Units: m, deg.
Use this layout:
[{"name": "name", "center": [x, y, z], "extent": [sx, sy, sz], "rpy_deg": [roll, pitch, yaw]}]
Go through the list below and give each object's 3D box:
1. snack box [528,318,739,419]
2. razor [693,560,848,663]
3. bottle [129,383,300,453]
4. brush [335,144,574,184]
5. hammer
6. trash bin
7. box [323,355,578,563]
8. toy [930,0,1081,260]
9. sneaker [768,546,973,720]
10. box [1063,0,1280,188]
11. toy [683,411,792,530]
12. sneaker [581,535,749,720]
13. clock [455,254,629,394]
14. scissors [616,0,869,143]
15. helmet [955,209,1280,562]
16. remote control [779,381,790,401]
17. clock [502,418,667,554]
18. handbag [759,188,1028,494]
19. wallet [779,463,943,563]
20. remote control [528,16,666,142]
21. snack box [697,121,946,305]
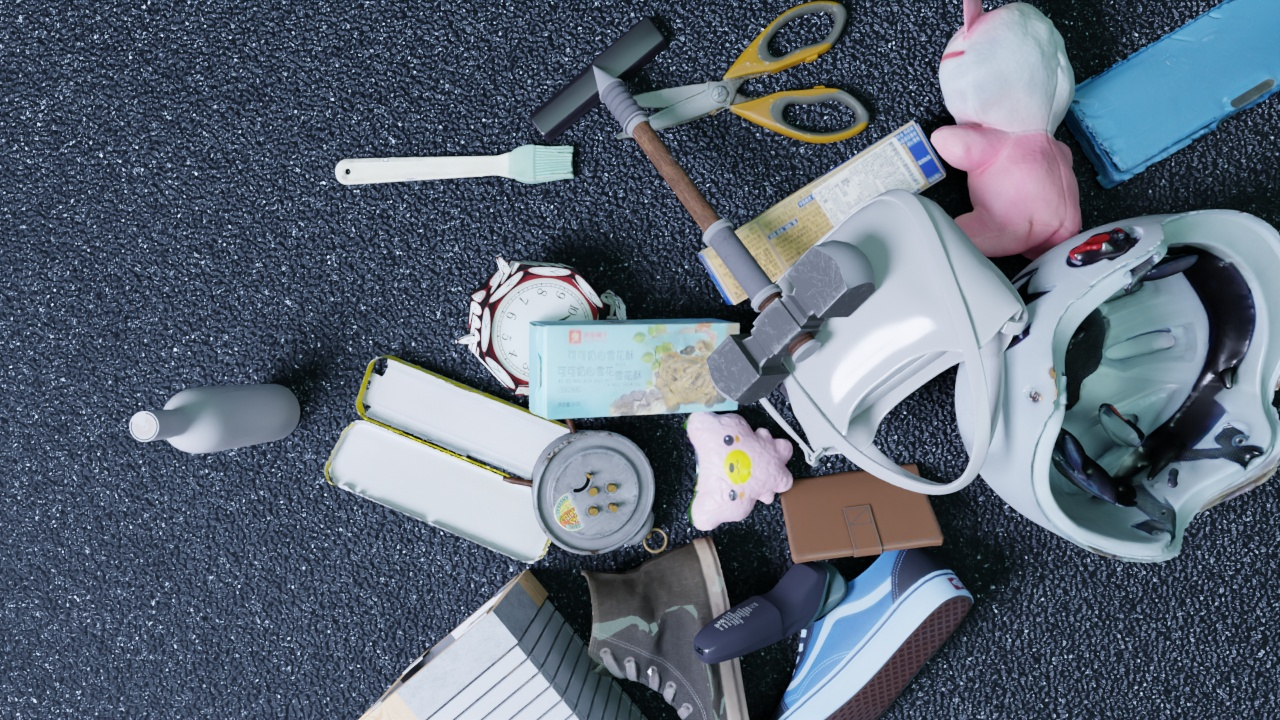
[{"name": "snack box", "center": [-0.004, 0.004, 0.751], "extent": [0.174, 0.053, 0.075], "rpy_deg": [-1, 96, -23]}, {"name": "razor", "center": [0.102, 0.200, 0.726], "extent": [0.142, 0.047, 0.052], "rpy_deg": [-16, 110, -31]}, {"name": "bottle", "center": [-0.339, 0.046, 0.735], "extent": [0.052, 0.195, 0.052], "rpy_deg": [0, 90, 3]}, {"name": "brush", "center": [-0.167, -0.172, 0.817], "extent": [0.218, 0.012, 0.033], "rpy_deg": [-1, 90, 5]}, {"name": "hammer", "center": [0.041, -0.129, 0.731], "extent": [0.156, 0.043, 0.322], "rpy_deg": [-49, 62, 32]}, {"name": "trash bin", "center": [-0.081, 0.324, 0.745], "extent": [0.142, 0.142, 0.247], "rpy_deg": [-40, 88, 3]}, {"name": "box", "center": [-0.161, 0.085, 0.805], "extent": [0.209, 0.039, 0.129], "rpy_deg": [21, 84, 2]}, {"name": "toy", "center": [0.298, -0.187, 0.735], "extent": [0.141, 0.084, 0.213], "rpy_deg": [-1, 85, -35]}, {"name": "sneaker", "center": [0.167, 0.247, 0.778], "extent": [0.241, 0.083, 0.098], "rpy_deg": [-52, 43, 13]}, {"name": "box", "center": [0.470, -0.240, 0.757], "extent": [0.231, 0.048, 0.093], "rpy_deg": [-29, 87, 3]}, {"name": "toy", "center": [0.083, 0.093, 0.780], "extent": [0.093, 0.050, 0.102], "rpy_deg": [0, 85, 3]}, {"name": "sneaker", "center": [0.025, 0.273, 0.760], "extent": [0.120, 0.095, 0.234], "rpy_deg": [-11, 90, -2]}, {"name": "clock", "center": [-0.074, -0.022, 0.785], "extent": [0.154, 0.065, 0.114], "rpy_deg": [26, 91, -25]}, {"name": "scissors", "center": [0.090, -0.223, 0.797], "extent": [0.225, 0.016, 0.162], "rpy_deg": [-26, 88, 4]}, {"name": "helmet", "center": [0.356, 0.005, 0.705], "extent": [0.236, 0.164, 0.264], "rpy_deg": [41, 86, -24]}, {"name": "remote control", "center": [0.172, -0.011, 0.795], "extent": [0.046, 0.009, 0.124], "rpy_deg": [35, 92, 3]}, {"name": "clock", "center": [-0.033, 0.116, 0.773], "extent": [0.148, 0.056, 0.104], "rpy_deg": [41, 83, -19]}, {"name": "handbag", "center": [0.186, 0.006, 0.689], "extent": [0.216, 0.095, 0.222], "rpy_deg": [-42, 49, 33]}, {"name": "wallet", "center": [0.181, 0.127, 0.767], "extent": [0.121, 0.087, 0.013], "rpy_deg": [-8, 131, 4]}, {"name": "remote control", "center": [-0.039, -0.247, 0.805], "extent": [0.136, 0.015, 0.032], "rpy_deg": [-39, 88, 3]}, {"name": "snack box", "center": [0.150, -0.122, 0.775], "extent": [0.207, 0.057, 0.056], "rpy_deg": [-31, 92, 3]}]
